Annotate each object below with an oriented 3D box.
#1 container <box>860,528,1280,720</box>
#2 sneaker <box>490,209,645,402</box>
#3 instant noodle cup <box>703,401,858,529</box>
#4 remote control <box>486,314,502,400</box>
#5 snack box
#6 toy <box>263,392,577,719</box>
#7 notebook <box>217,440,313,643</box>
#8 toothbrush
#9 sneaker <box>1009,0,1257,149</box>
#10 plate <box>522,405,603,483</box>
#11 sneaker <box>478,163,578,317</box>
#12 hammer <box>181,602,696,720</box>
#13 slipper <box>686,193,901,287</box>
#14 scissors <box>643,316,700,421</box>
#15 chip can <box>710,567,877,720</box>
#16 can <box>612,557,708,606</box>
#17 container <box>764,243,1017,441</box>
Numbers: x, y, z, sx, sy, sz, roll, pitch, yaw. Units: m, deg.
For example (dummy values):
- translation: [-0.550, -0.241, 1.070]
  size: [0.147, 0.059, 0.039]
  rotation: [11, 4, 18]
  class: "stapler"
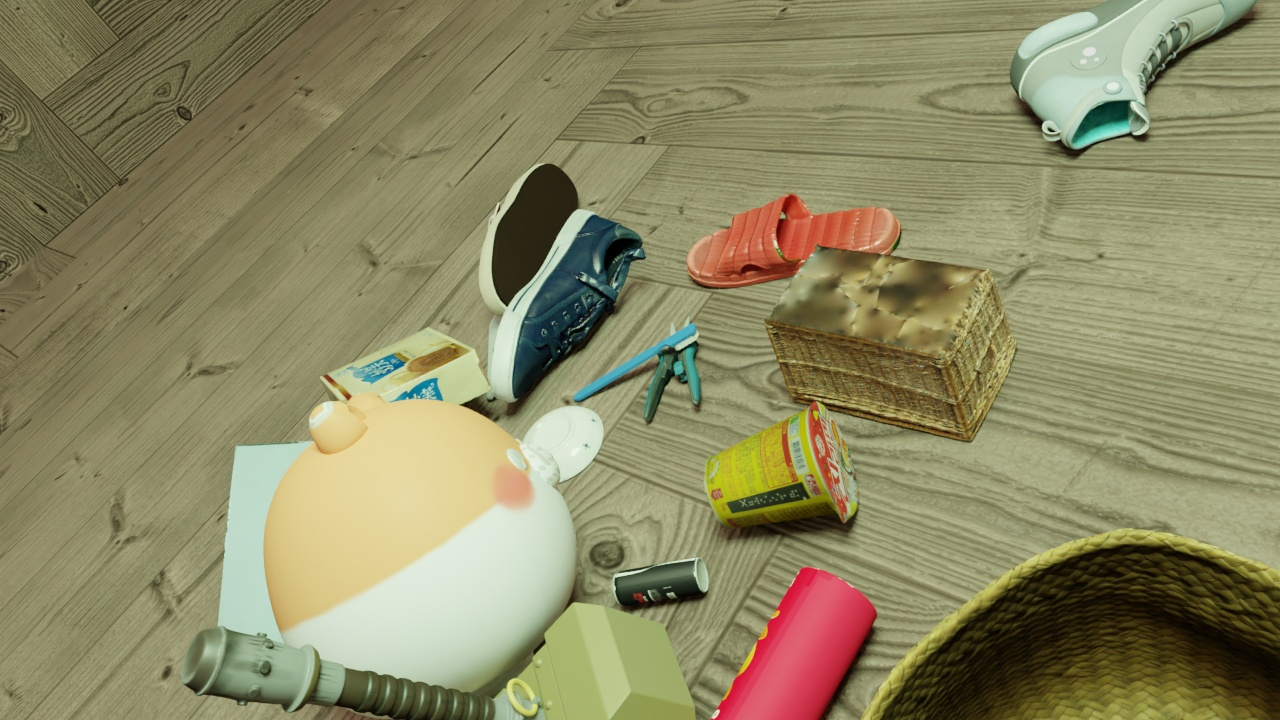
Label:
- translation: [0.269, 0.269, 0.452]
  size: [0.307, 0.197, 0.306]
  rotation: [-17, 42, 16]
  class: "container"
- translation: [-0.075, -0.063, 1.098]
  size: [0.127, 0.121, 0.293]
  rotation: [18, 56, 17]
  class: "sneaker"
- translation: [0.119, 0.099, 0.804]
  size: [0.113, 0.100, 0.100]
  rotation: [-21, 40, 27]
  class: "instant noodle cup"
- translation: [-0.180, -0.013, 1.152]
  size: [0.045, 0.008, 0.146]
  rotation: [-54, 28, 33]
  class: "remote control"
- translation: [-0.284, 0.026, 1.092]
  size: [0.153, 0.055, 0.207]
  rotation: [-27, 20, -21]
  class: "snack box"
- translation: [-0.188, 0.155, 0.793]
  size: [0.265, 0.280, 0.263]
  rotation: [-29, 4, -3]
  class: "toy"
- translation: [-0.384, 0.213, 0.977]
  size: [0.181, 0.009, 0.253]
  rotation: [-5, 78, 30]
  class: "notebook"
- translation: [-0.006, 0.006, 1.019]
  size: [0.167, 0.014, 0.016]
  rotation: [-31, 32, 22]
  class: "toothbrush"
- translation: [0.535, -0.311, 0.955]
  size: [0.257, 0.093, 0.160]
  rotation: [-20, 50, 13]
  class: "sneaker"
- translation: [-0.092, 0.086, 0.999]
  size: [0.104, 0.026, 0.104]
  rotation: [-18, 43, 17]
  class: "plate"
- translation: [-0.176, -0.152, 1.240]
  size: [0.117, 0.111, 0.293]
  rotation: [-31, 34, 34]
  class: "sneaker"
- translation: [-0.141, 0.234, 0.622]
  size: [0.190, 0.324, 0.100]
  rotation: [-49, 36, 18]
  class: "hammer"
- translation: [0.164, -0.144, 1.040]
  size: [0.249, 0.059, 0.103]
  rotation: [-6, 47, 26]
  class: "slipper"
- translation: [0.037, 0.012, 0.996]
  size: [0.119, 0.019, 0.151]
  rotation: [-40, 35, -4]
  class: "scissors"
- translation: [0.092, 0.260, 0.672]
  size: [0.069, 0.069, 0.220]
  rotation: [16, 59, 42]
  class: "chip can"
- translation: [0.018, 0.196, 0.813]
  size: [0.081, 0.031, 0.031]
  rotation: [-15, 43, 20]
  class: "can"
- translation: [0.224, -0.021, 0.835]
  size: [0.199, 0.113, 0.113]
  rotation: [14, 58, 40]
  class: "container"
